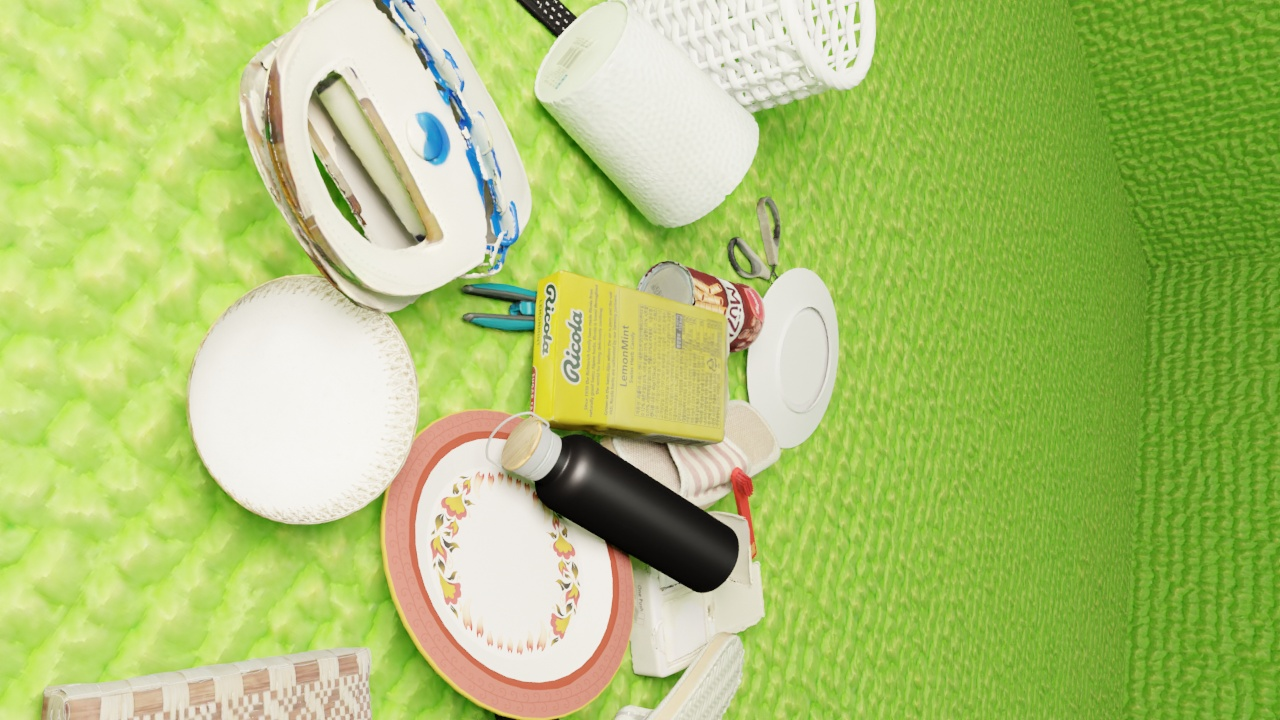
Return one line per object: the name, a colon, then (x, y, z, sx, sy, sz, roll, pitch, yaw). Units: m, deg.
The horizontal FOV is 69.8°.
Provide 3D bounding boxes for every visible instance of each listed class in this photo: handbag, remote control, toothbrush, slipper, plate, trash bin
handbag: (-0.152, -0.132, 0.568, 0.201, 0.093, 0.199, 61, 26, -25)
remote control: (-0.068, -0.294, 0.802, 0.140, 0.009, 0.030, 31, 62, -46)
toothbrush: (0.106, 0.156, 0.891, 0.012, 0.018, 0.213, -44, 150, -17)
slipper: (0.062, 0.074, 0.863, 0.262, 0.052, 0.115, -7, 60, -55)
slipper: (0.003, 0.330, 0.759, 0.271, 0.054, 0.115, -42, 142, -36)
plate: (0.184, -0.002, 1.055, 0.208, 0.015, 0.208, -10, 103, -50)
plate: (-0.092, 0.144, 0.668, 0.229, 0.021, 0.229, 32, 42, -34)
trash bin: (0.002, -0.214, 0.792, 0.161, 0.134, 0.133, 36, 59, -38)
handbag: (-0.231, 0.231, 0.506, 0.185, 0.047, 0.124, 11, 69, -51)

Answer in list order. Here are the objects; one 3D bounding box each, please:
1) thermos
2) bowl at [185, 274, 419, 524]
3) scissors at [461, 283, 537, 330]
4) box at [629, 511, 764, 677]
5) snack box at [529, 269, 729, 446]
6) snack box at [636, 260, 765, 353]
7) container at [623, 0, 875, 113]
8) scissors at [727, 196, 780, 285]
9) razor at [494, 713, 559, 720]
thermos: (-0.021, 0.107, 0.710, 0.231, 0.061, 0.061, 36, 58, -30)
bowl: (-0.208, 0.024, 0.543, 0.145, 0.063, 0.145, 9, 78, -50)
scissors: (-0.086, -0.047, 0.742, 0.135, 0.019, 0.139, -53, 124, -41)
box: (0.079, 0.204, 0.856, 0.183, 0.099, 0.143, -6, 91, -52)
snack box: (-0.005, 0.004, 0.758, 0.180, 0.045, 0.121, 11, 74, -36)
snack box: (0.059, -0.050, 0.884, 0.121, 0.072, 0.072, 11, 77, -50)
container: (0.098, -0.330, 0.872, 0.189, 0.187, 0.189, 8, 79, -51)
scissors: (0.146, -0.109, 1.048, 0.157, 0.013, 0.171, 5, 81, -49)
razor: (-0.091, 0.277, 0.678, 0.063, 0.053, 0.140, -19, 97, -24)
